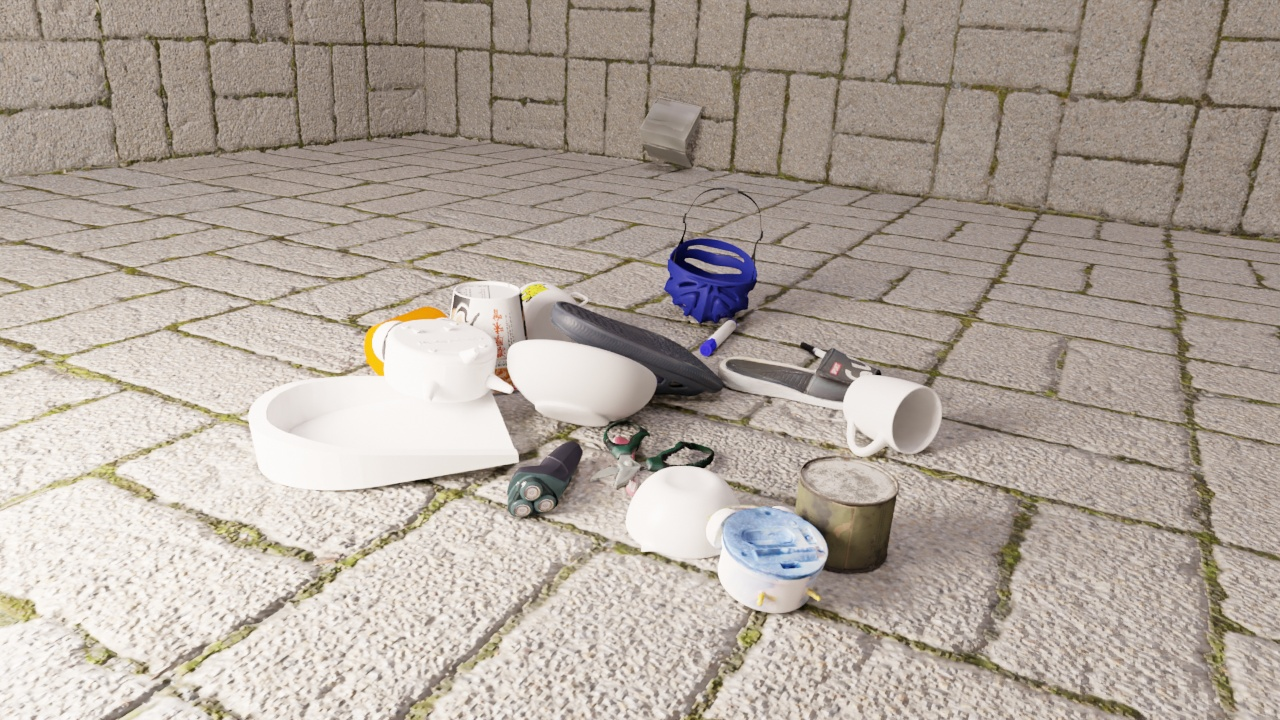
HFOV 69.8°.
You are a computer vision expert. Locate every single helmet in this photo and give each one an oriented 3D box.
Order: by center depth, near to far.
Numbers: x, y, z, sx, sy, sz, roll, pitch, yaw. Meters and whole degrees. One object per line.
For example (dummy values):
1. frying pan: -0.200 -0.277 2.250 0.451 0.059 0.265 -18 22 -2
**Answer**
1. helmet: 0.123 -0.172 1.483 0.148 0.228 0.241 13 18 3

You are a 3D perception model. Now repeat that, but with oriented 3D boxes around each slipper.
1. slipper: -0.007 0.007 1.163 0.268 0.083 0.110 22 12 -33
2. slipper: 0.235 0.016 1.225 0.264 0.063 0.111 7 20 18

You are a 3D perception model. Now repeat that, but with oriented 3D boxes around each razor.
1. razor: -0.092 0.115 0.929 0.052 0.047 0.142 31 21 5

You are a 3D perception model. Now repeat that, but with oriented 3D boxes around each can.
1. can: 0.188 0.142 0.848 0.090 0.075 0.089 2 21 -1

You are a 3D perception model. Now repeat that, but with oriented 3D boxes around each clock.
1. clock: 0.106 0.161 0.790 0.088 0.052 0.125 0 29 -16
2. clock: -0.231 -0.009 1.061 0.125 0.073 0.161 -6 27 -38

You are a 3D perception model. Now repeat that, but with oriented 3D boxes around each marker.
1. marker: 0.285 -0.001 1.352 0.011 0.011 0.152 -9 23 -30
2. marker: 0.121 -0.037 1.410 0.020 0.020 0.141 10 21 19

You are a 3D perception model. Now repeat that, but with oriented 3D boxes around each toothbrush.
1. toothbrush: -0.015 0.109 0.991 0.021 0.016 0.135 9 19 -11

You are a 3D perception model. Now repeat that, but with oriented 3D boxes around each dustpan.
1. dustpan: -0.278 0.061 0.985 0.257 0.053 0.191 -8 26 -16

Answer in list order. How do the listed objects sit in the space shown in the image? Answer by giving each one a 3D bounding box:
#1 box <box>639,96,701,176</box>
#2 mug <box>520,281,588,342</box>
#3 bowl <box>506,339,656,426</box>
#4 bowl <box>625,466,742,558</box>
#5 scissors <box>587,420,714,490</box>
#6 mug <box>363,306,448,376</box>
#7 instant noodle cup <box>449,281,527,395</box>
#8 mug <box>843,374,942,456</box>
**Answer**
1. box: 0.108 -0.747 3.161 0.167 0.232 0.168 18 61 15
2. mug: -0.131 -0.068 1.335 0.115 0.094 0.068 -31 34 -20
3. bowl: -0.073 0.035 1.062 0.176 0.066 0.177 11 -15 3
4. bowl: 0.044 0.136 0.873 0.114 0.051 0.114 3 20 -1
5. scissors: 0.016 0.109 0.961 0.137 0.015 0.209 16 16 5
6. mug: -0.319 -0.019 1.227 0.113 0.077 0.095 -18 8 29
7. instant noodle cup: -0.200 -0.034 1.199 0.123 0.122 0.123 3 20 -1
8. mug: 0.282 0.069 1.080 0.114 0.081 0.088 -39 29 -16
